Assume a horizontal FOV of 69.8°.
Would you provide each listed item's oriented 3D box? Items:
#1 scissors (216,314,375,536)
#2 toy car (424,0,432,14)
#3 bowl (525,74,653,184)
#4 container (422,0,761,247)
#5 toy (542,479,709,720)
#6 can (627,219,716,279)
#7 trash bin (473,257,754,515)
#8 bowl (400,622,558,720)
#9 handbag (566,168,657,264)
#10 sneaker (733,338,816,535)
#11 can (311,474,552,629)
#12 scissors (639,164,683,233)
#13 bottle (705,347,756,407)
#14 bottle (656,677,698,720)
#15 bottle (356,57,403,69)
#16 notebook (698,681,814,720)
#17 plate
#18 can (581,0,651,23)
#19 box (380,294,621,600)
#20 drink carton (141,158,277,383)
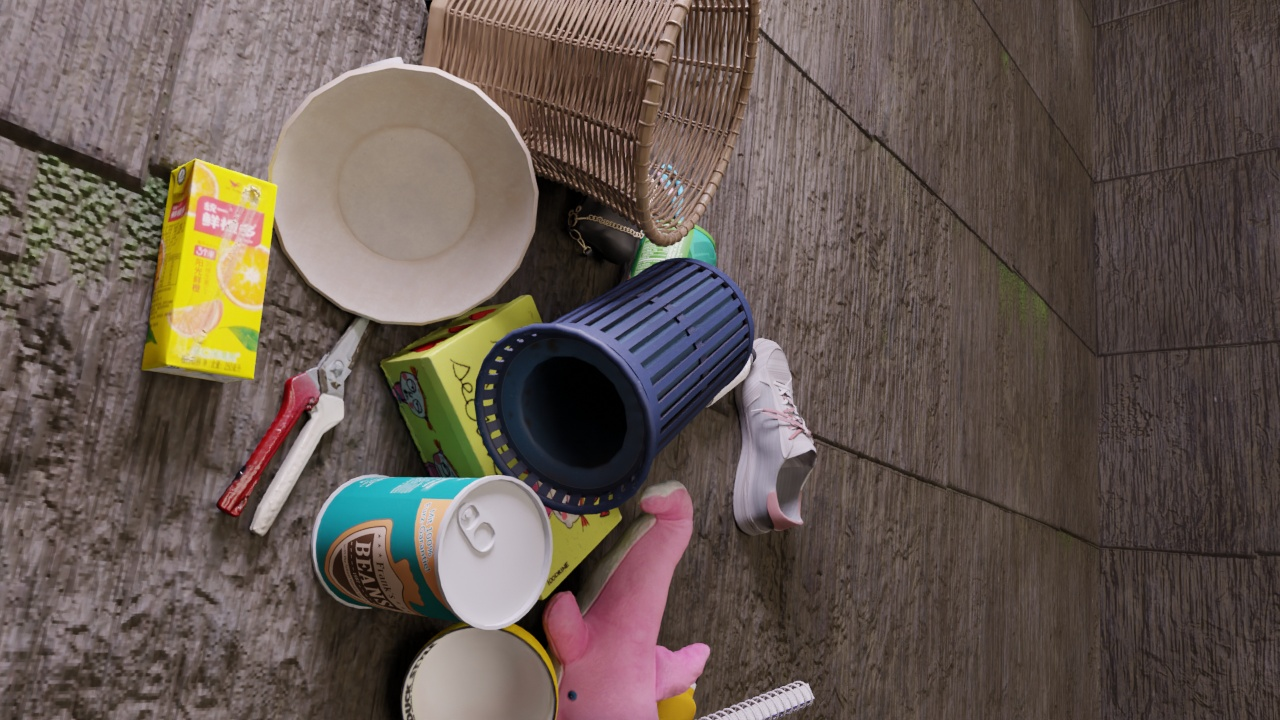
[{"bbox_3d":[-0.238,0.028,0.654,0.139,0.015,0.188,8,78,-49],"label":"scissors"},{"bbox_3d":[-0.134,-0.298,0.784,0.100,0.051,0.049,-38,132,-53],"label":"toy car"},{"bbox_3d":[-0.048,-0.208,0.865,0.119,0.032,0.119,2,74,-7],"label":"bowl"},{"bbox_3d":[-0.036,-0.228,0.730,0.226,0.196,0.227,20,89,-73],"label":"container"},{"bbox_3d":[-0.004,0.234,0.794,0.265,0.128,0.187,-62,160,-15],"label":"toy"},{"bbox_3d":[0.024,-0.063,0.927,0.083,0.083,0.143,40,56,-41],"label":"can"},{"bbox_3d":[-0.004,0.004,0.730,0.248,0.139,0.139,-37,114,-59],"label":"trash bin"},{"bbox_3d":[-0.120,0.253,0.710,0.067,0.117,0.117,-160,-116,-88],"label":"bowl"},{"bbox_3d":[-0.032,-0.156,0.904,0.079,0.054,0.128,28,67,-33],"label":"handbag"},{"bbox_3d":[0.168,0.088,1.079,0.099,0.090,0.236,14,75,-49],"label":"sneaker"},{"bbox_3d":[-0.148,0.131,0.647,0.099,0.144,0.099,8,80,-50],"label":"can"},{"bbox_3d":[0.035,-0.141,1.005,0.117,0.015,0.139,-36,108,-46],"label":"scissors"},{"bbox_3d":[0.095,0.013,1.038,0.115,0.041,0.041,-33,111,-47],"label":"bottle"},{"bbox_3d":[0.022,0.377,0.906,0.043,0.043,0.143,48,51,-36],"label":"bottle"},{"bbox_3d":[-0.174,-0.132,0.718,0.052,0.053,0.195,-37,114,-46],"label":"bottle"},{"bbox_3d":[0.027,0.330,0.788,0.208,0.172,0.022,-5,63,-36],"label":"notebook"},{"bbox_3d":[-0.171,-0.120,0.672,0.188,0.027,0.189,-5,112,-13],"label":"plate"},{"bbox_3d":[-0.047,-0.385,0.887,0.128,0.072,0.072,17,73,-49],"label":"can"},{"bbox_3d":[-0.110,0.070,0.755,0.124,0.080,0.221,-36,115,-47],"label":"box"},{"bbox_3d":[-0.277,-0.057,0.593,0.058,0.043,0.134,15,74,-48],"label":"drink carton"}]
